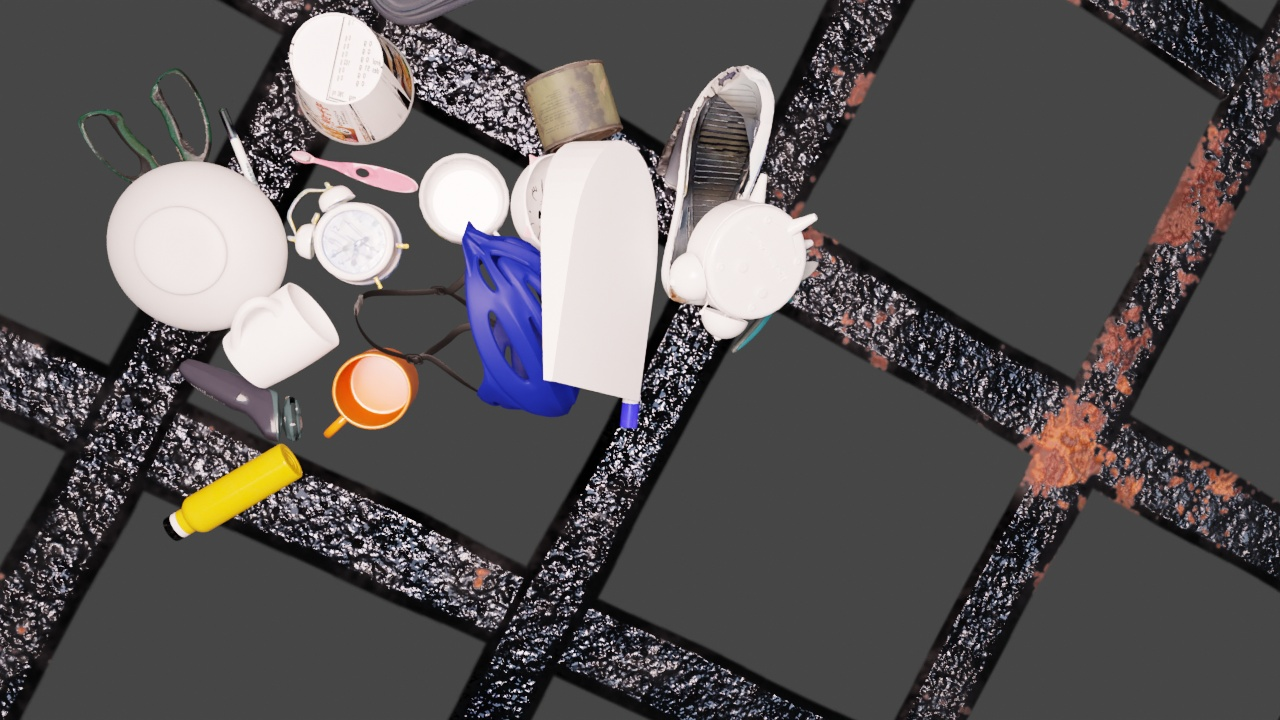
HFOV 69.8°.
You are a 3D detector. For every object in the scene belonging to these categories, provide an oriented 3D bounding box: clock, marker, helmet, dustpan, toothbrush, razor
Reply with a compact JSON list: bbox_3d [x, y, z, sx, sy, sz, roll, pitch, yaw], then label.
[{"bbox_3d":[0.117,-0.106,0.994,0.161,0.073,0.125,-45,120,-5],"label":"clock"},{"bbox_3d":[-0.006,0.006,1.048,0.020,0.020,0.141,6,94,-9],"label":"marker"},{"bbox_3d":[-0.414,-0.194,0.974,0.011,0.011,0.152,-21,97,-7],"label":"marker"},{"bbox_3d":[-0.171,-0.029,0.961,0.228,0.147,0.242,-8,127,7],"label":"helmet"},{"bbox_3d":[-0.049,-0.097,0.953,0.053,0.191,0.257,5,84,26],"label":"dustpan"},{"bbox_3d":[-0.307,-0.204,0.987,0.135,0.016,0.021,14,94,-9],"label":"toothbrush"},{"bbox_3d":[-0.314,-0.133,0.975,0.125,0.052,0.089,32,90,-7],"label":"clock"},{"bbox_3d":[-0.424,0.041,0.977,0.143,0.047,0.052,28,66,-7],"label":"razor"}]

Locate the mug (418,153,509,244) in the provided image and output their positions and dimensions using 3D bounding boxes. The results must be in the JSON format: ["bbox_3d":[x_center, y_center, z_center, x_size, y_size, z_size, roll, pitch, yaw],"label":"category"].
[{"bbox_3d":[-0.181,-0.163,0.983,0.094,0.068,0.115,-42,99,-4],"label":"mug"}]

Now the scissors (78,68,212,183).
[{"bbox_3d":[-0.469,-0.209,0.963,0.137,0.015,0.209,-43,101,-5],"label":"scissors"}]

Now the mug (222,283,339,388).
[{"bbox_3d":[-0.381,-0.028,0.943,0.087,0.114,0.081,-35,67,1],"label":"mug"}]

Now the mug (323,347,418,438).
[{"bbox_3d":[-0.290,0.040,0.968,0.077,0.096,0.112,45,87,-9],"label":"mug"}]

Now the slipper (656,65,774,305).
[{"bbox_3d":[0.074,-0.194,1.021,0.111,0.063,0.264,0,107,-28],"label":"slipper"}]

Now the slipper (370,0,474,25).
[{"bbox_3d":[-0.168,-0.447,0.956,0.268,0.083,0.110,-29,96,-4],"label":"slipper"}]

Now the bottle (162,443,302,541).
[{"bbox_3d":[-0.437,0.144,0.981,0.143,0.043,0.043,-31,98,-5],"label":"bottle"}]

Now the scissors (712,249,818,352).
[{"bbox_3d":[0.140,-0.070,1.065,0.126,0.019,0.154,10,91,-11],"label":"scissors"}]

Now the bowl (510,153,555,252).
[{"bbox_3d":[-0.097,-0.162,0.990,0.114,0.051,0.114,2,87,-48],"label":"bowl"}]

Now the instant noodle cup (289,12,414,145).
[{"bbox_3d":[-0.297,-0.290,0.927,0.123,0.122,0.123,-1,95,-9],"label":"instant noodle cup"}]

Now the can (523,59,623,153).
[{"bbox_3d":[-0.071,-0.269,0.980,0.090,0.090,0.074,-19,97,-7],"label":"can"}]

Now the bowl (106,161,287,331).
[{"bbox_3d":[-0.458,-0.113,0.936,0.176,0.066,0.177,-1,101,-7],"label":"bowl"}]
